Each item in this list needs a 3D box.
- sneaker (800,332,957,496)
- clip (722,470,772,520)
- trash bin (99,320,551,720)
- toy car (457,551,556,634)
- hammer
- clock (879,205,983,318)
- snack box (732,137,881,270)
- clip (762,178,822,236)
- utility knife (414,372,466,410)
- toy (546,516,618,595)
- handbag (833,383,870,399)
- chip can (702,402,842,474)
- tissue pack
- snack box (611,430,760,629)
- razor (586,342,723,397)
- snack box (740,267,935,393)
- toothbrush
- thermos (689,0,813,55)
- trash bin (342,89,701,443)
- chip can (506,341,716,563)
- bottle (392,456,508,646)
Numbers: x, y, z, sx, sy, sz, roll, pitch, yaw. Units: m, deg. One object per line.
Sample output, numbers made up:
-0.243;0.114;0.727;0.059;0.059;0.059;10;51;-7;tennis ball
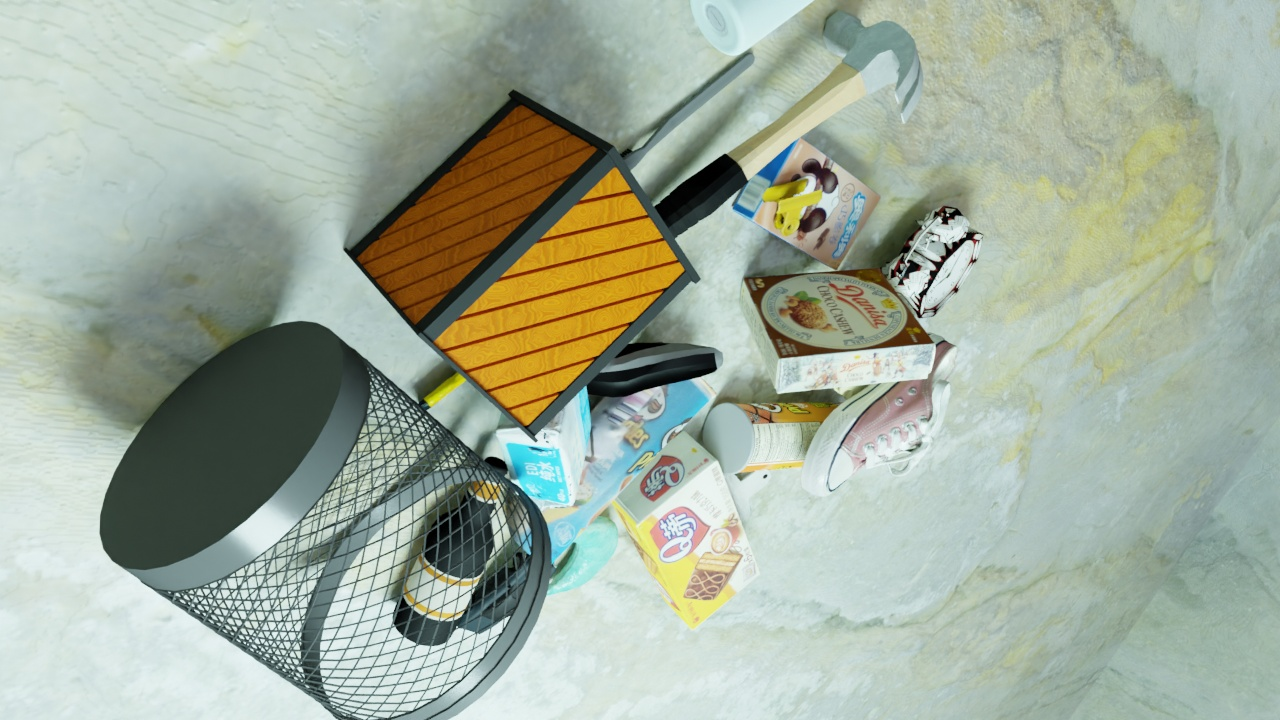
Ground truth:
0.272;0.068;0.978;0.240;0.088;0.118;-42;141;-18;sneaker
0.118;0.135;1.067;0.058;0.050;0.102;-43;137;-17;clip
-0.214;0.116;0.649;0.217;0.218;0.227;-42;132;-8;trash bin
-0.132;0.230;0.902;0.112;0.034;0.046;-41;137;12;toy car
0.094;-0.173;0.780;0.328;0.131;0.039;-37;135;0;hammer
0.313;-0.114;1.009;0.115;0.065;0.154;-53;151;4;clock
0.163;-0.153;0.890;0.151;0.034;0.087;19;105;-44;snack box
0.138;-0.137;0.834;0.054;0.045;0.049;-19;103;-28;clip
-0.115;-0.013;0.769;0.179;0.030;0.017;-41;100;-11;utility knife
-0.060;0.195;0.944;0.084;0.033;0.105;-19;137;-35;toy
0.237;-0.021;1.004;0.119;0.081;0.111;-55;141;4;handbag
0.173;0.084;1.027;0.214;0.075;0.075;1;117;-39;chip can
-0.080;0.057;0.766;0.062;0.092;0.145;5;143;7;tissue pack
0.052;0.194;1.015;0.110;0.062;0.230;-36;135;-14;snack box
-0.005;0.005;0.811;0.156;0.060;0.057;4;159;-1;razor
0.182;-0.033;0.874;0.147;0.143;0.041;-5;125;-6;snack box
0.035;-0.206;0.768;0.167;0.013;0.013;-41;136;-11;toothbrush
0.136;-0.325;0.729;0.206;0.065;0.078;-39;158;-12;thermos
-0.085;-0.070;0.672;0.171;0.140;0.140;-45;136;-5;trash bin
-0.033;0.086;0.867;0.229;0.080;0.080;-46;136;-3;chip can
-0.164;0.168;0.828;0.059;0.059;0.182;13;109;-43;bottle
